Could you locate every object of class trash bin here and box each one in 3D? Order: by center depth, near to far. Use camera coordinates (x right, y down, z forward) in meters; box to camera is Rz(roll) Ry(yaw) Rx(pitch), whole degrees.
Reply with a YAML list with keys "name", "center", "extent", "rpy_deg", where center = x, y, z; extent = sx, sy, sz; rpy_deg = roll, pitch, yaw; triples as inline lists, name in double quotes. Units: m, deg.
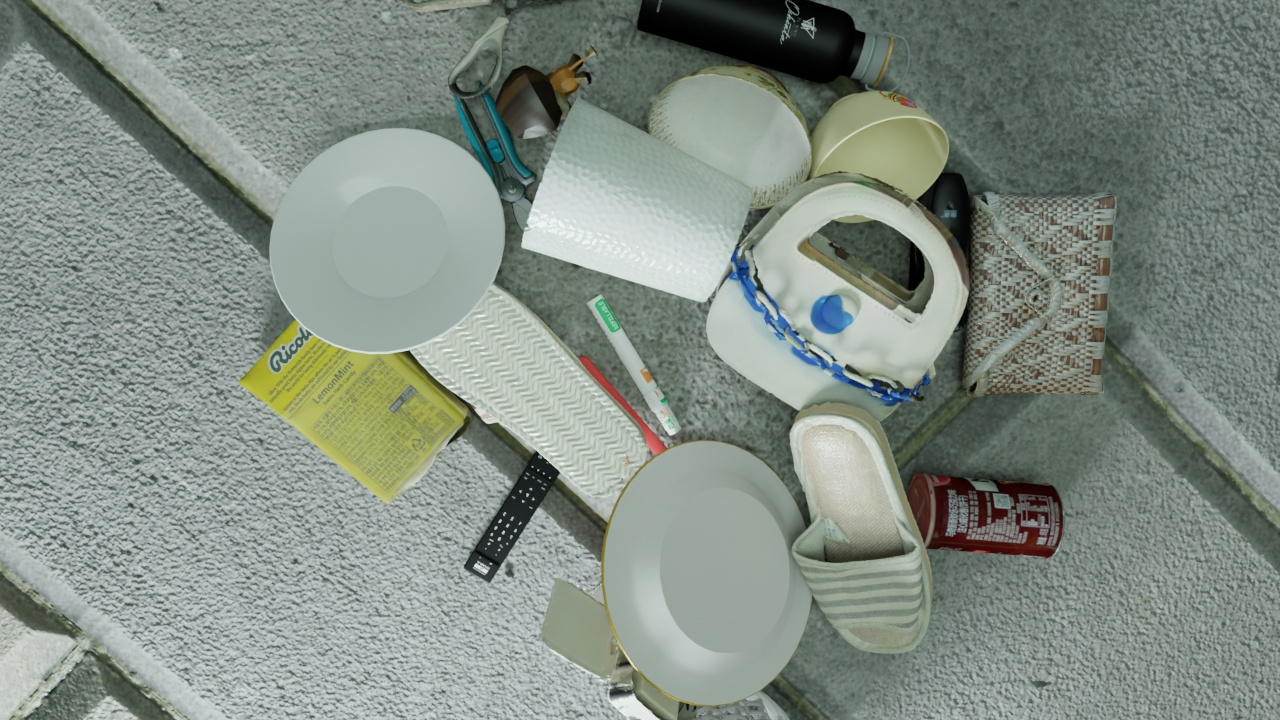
- name: "trash bin"
  center: [-0.001, -0.126, 0.771]
  extent: [0.161, 0.133, 0.133]
  rpy_deg: [22, 99, -5]

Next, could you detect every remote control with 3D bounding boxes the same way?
- name: "remote control"
  center: [-0.121, 0.149, 0.878]
  extent: [0.030, 0.009, 0.140]
  rpy_deg: [32, 98, -4]

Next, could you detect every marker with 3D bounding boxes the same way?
- name: "marker"
  center: [-0.005, 0.005, 0.849]
  extent: [0.017, 0.017, 0.145]
  rpy_deg: [-31, 97, 5]

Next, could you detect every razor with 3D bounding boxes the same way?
- name: "razor"
  center: [0.264, -0.093, 0.804]
  extent: [0.053, 0.063, 0.140]
  rpy_deg: [0, 102, -1]

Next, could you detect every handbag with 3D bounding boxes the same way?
- name: "handbag"
  center: [0.167, -0.049, 0.764]
  extent: [0.200, 0.092, 0.200]
  rpy_deg: [30, 123, -3]
- name: "handbag"
  center: [0.354, -0.057, 0.818]
  extent: [0.124, 0.047, 0.186]
  rpy_deg: [-1, 100, 0]

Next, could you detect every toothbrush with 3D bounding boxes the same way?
- name: "toothbrush"
  center: [0.013, 0.077, 0.864]
  extent: [0.012, 0.018, 0.212]
  rpy_deg: [-41, 93, 7]

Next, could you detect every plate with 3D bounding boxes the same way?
- name: "plate"
  center: [0.070, 0.183, 0.805]
  extent: [0.229, 0.021, 0.229]
  rpy_deg: [8, 75, -31]
- name: "plate"
  center: [-0.221, -0.106, 0.806]
  extent: [0.208, 0.015, 0.208]
  rpy_deg: [-1, 77, 4]

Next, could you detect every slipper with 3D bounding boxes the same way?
- name: "slipper"
  center: [0.192, 0.160, 0.814]
  extent: [0.115, 0.053, 0.273]
  rpy_deg: [-4, 117, 26]
- name: "slipper"
  center: [-0.106, 0.020, 0.836]
  extent: [0.263, 0.052, 0.115]
  rpy_deg: [41, 100, -2]

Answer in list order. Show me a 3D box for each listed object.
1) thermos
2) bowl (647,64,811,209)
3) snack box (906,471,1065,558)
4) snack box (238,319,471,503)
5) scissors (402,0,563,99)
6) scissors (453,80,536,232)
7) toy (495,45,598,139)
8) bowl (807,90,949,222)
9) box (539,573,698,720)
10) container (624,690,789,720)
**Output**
- name: "thermos"
  center: [0.116, -0.279, 0.777]
  extent: [0.231, 0.061, 0.061]
  rpy_deg: [16, 99, -2]
- name: "bowl"
  center: [0.083, -0.201, 0.774]
  extent: [0.145, 0.145, 0.063]
  rpy_deg: [28, 61, -4]
- name: "snack box"
  center: [0.313, 0.142, 0.839]
  extent: [0.121, 0.072, 0.072]
  rpy_deg: [4, 99, -1]
- name: "snack box"
  center: [-0.256, 0.033, 0.844]
  extent: [0.181, 0.045, 0.121]
  rpy_deg: [43, 97, -8]
- name: "scissors"
  center: [-0.130, -0.302, 0.796]
  extent: [0.171, 0.012, 0.157]
  rpy_deg: [14, 91, 3]
- name: "scissors"
  center: [-0.130, -0.174, 0.821]
  extent: [0.139, 0.019, 0.136]
  rpy_deg: [16, 101, -3]
- name: "toy"
  center: [-0.077, -0.234, 0.790]
  extent: [0.100, 0.062, 0.076]
  rpy_deg: [-32, 60, 14]
- name: "bowl"
  center: [0.190, -0.185, 0.780]
  extent: [0.118, 0.118, 0.074]
  rpy_deg: [-17, 56, 3]
- name: "box"
  center: [-0.032, 0.239, 0.816]
  extent: [0.099, 0.143, 0.184]
  rpy_deg: [-22, 125, 30]
- name: "container"
  center: [0.066, 0.417, 0.829]
  extent: [0.189, 0.186, 0.189]
  rpy_deg: [0, 99, 1]
